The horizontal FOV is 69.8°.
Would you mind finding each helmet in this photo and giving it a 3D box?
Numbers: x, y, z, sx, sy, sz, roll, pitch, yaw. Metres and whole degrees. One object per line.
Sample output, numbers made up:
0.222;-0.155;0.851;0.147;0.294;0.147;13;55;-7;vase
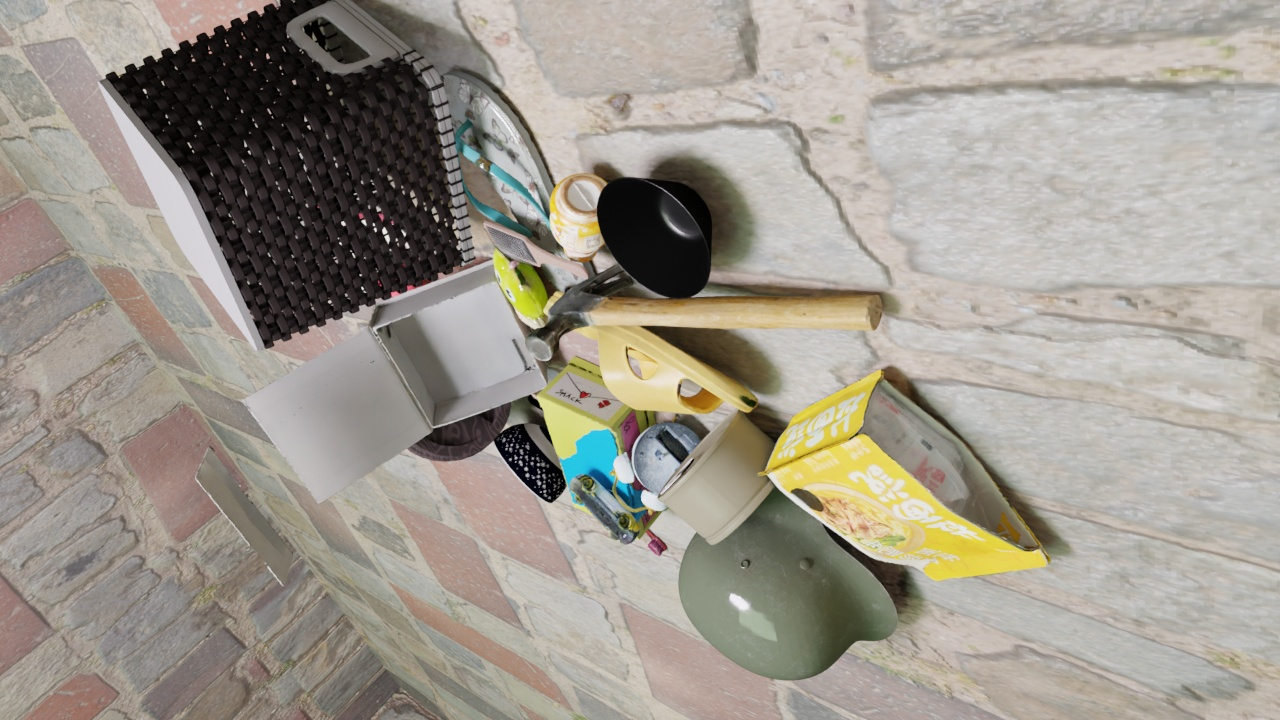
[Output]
0.143;0.263;1.024;0.268;0.153;0.227;17;139;37;helmet

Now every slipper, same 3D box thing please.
-0.130;-0.169;0.943;0.098;0.054;0.269;-4;125;48;slipper
-0.006;0.006;0.945;0.263;0.078;0.099;28;177;33;slipper

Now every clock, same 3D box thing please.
0.019;0.121;1.041;0.083;0.117;0.057;47;172;-3;clock

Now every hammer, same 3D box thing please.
0.055;-0.046;0.836;0.331;0.131;0.033;3;129;34;hammer

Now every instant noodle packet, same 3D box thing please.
0.242;0.129;0.845;0.221;0.084;0.163;40;150;-4;instant noodle packet

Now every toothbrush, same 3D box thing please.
-0.031;0.200;1.280;0.190;0.016;0.016;48;149;-5;toothbrush

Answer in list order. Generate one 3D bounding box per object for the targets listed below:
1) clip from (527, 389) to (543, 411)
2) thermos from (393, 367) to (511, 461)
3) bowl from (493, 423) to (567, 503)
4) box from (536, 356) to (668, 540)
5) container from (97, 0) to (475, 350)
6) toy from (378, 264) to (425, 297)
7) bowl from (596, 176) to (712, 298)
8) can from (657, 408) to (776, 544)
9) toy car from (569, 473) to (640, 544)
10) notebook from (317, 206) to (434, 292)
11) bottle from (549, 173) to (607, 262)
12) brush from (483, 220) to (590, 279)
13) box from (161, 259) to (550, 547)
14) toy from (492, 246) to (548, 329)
-0.124;0.060;1.220;0.061;0.025;0.045;41;148;0;clip
-0.298;0.058;1.295;0.173;0.172;0.227;53;153;-13;thermos
-0.137;0.130;1.264;0.120;0.066;0.120;48;-178;-2;bowl
-0.041;0.114;1.142;0.124;0.079;0.221;21;143;33;box
-0.351;-0.193;0.937;0.247;0.243;0.246;42;151;31;container
-0.316;-0.094;1.223;0.092;0.045;0.135;29;151;19;toy
0.025;-0.121;0.818;0.124;0.052;0.124;30;145;23;bowl
0.087;0.120;0.953;0.073;0.127;0.128;42;148;1;can
-0.041;0.176;1.111;0.105;0.033;0.048;44;150;8;toy car
-0.361;-0.142;1.274;0.209;0.012;0.153;14;136;39;notebook
-0.057;-0.133;0.890;0.063;0.063;0.109;40;161;8;bottle
-0.108;-0.107;0.950;0.136;0.015;0.050;24;159;29;brush
-0.321;0.040;1.091;0.166;0.418;0.108;67;173;-31;box
-0.131;-0.076;1.044;0.092;0.043;0.118;54;170;29;toy
